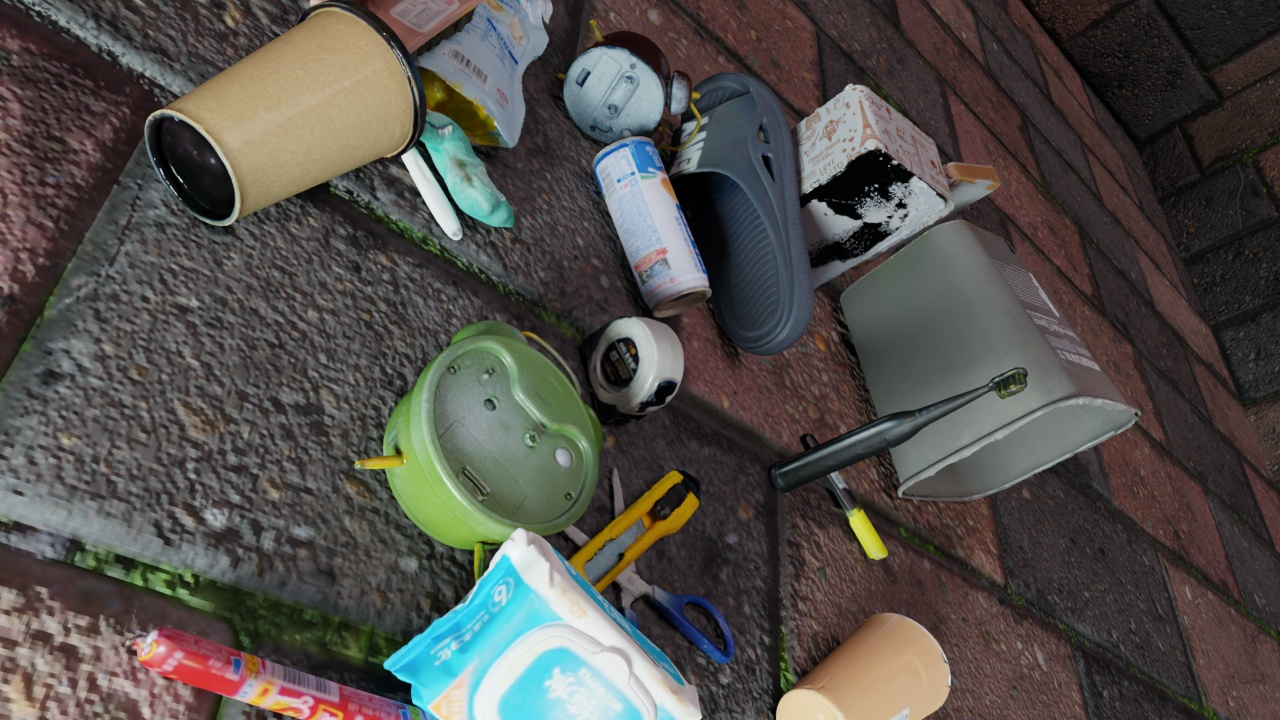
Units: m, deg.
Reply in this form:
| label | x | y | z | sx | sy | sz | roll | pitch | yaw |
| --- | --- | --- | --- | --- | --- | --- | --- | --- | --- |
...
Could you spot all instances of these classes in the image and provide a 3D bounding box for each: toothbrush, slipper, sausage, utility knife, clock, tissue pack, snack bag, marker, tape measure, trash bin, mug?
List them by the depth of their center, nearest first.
| label | x | y | z | sx | sy | sz | roll | pitch | yaw |
| --- | --- | --- | --- | --- | --- | --- | --- | --- | --- |
| sausage | -0.146 | 0.146 | 0.400 | 0.155 | 0.020 | 0.020 | 33 | 45 | -30 |
| tissue pack | -0.042 | 0.156 | 0.446 | 0.090 | 0.063 | 0.140 | -45 | 107 | -7 |
| clock | -0.078 | 0.039 | 0.520 | 0.116 | 0.056 | 0.160 | 50 | 38 | -13 |
| utility knife | 0.001 | 0.107 | 0.579 | 0.033 | 0.015 | 0.154 | 53 | 36 | 3 |
| toothbrush | -0.160 | -0.157 | 0.593 | 0.016 | 0.016 | 0.180 | -27 | 88 | -49 |
| tape measure | -0.004 | 0.004 | 0.619 | 0.033 | 0.066 | 0.065 | 6 | 61 | -48 |
| mug | 0.152 | 0.234 | 0.637 | 0.122 | 0.078 | 0.078 | -13 | 76 | -46 |
| snack bag | -0.120 | -0.242 | 0.676 | 0.110 | 0.039 | 0.190 | 26 | 47 | -22 |
| toothbrush | 0.185 | 0.053 | 0.677 | 0.026 | 0.213 | 0.027 | 43 | 41 | -21 |
| clock | -0.006 | -0.215 | 0.748 | 0.122 | 0.082 | 0.055 | 33 | 38 | -11 |
| slipper | 0.073 | -0.135 | 0.768 | 0.083 | 0.111 | 0.267 | 9 | 63 | -42 |
| marker | 0.173 | 0.116 | 0.788 | 0.018 | 0.015 | 0.124 | -26 | 83 | -53 |
| trash bin | 0.326 | 0.001 | 0.901 | 0.198 | 0.199 | 0.219 | 11 | 52 | -44 |

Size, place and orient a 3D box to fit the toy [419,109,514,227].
| label | x | y | z | sx | sy | sz | roll | pitch | yaw |
| --- | --- | --- | --- | --- | --- | --- | --- | --- | --- |
| toy | -0.121 | -0.129 | 0.596 | 0.092 | 0.030 | 0.096 | 55 | 6 | 8 |

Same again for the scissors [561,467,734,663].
| label | x | y | z | sx | sy | sz | roll | pitch | yaw |
| --- | --- | --- | --- | --- | --- | --- | --- | --- | --- |
| scissors | 0.000 | 0.151 | 0.570 | 0.162 | 0.012 | 0.175 | 28 | 46 | -33 |

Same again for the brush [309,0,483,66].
| label | x | y | z | sx | sy | sz | roll | pitch | yaw |
| --- | --- | --- | --- | --- | --- | --- | --- | --- | --- |
| brush | -0.138 | -0.238 | 0.582 | 0.063 | 0.073 | 0.145 | 33 | 47 | 0 |

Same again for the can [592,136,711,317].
| label | x | y | z | sx | sy | sz | roll | pitch | yaw |
| --- | --- | --- | --- | --- | --- | --- | --- | --- | --- |
| can | 0.009 | -0.104 | 0.716 | 0.053 | 0.053 | 0.134 | -5 | 69 | -50 |

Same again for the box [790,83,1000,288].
| label | x | y | z | sx | sy | sz | roll | pitch | yaw |
| --- | --- | --- | --- | --- | --- | --- | --- | --- | --- |
| box | 0.216 | -0.143 | 0.874 | 0.271 | 0.178 | 0.106 | 7 | 60 | -45 |

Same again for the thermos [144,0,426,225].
| label | x | y | z | sx | sy | sz | roll | pitch | yaw |
| --- | --- | --- | --- | --- | --- | --- | --- | --- | --- |
| thermos | -0.186 | -0.132 | 0.495 | 0.093 | 0.093 | 0.142 | 50 | 47 | -11 |
